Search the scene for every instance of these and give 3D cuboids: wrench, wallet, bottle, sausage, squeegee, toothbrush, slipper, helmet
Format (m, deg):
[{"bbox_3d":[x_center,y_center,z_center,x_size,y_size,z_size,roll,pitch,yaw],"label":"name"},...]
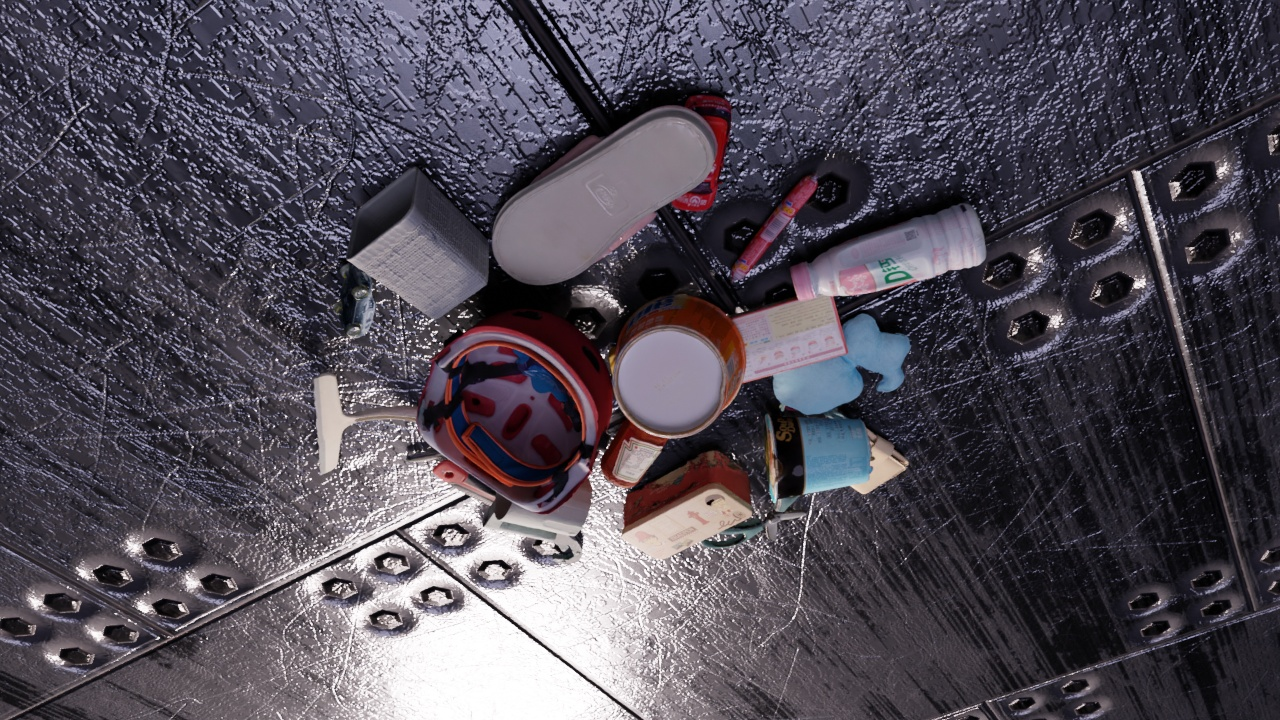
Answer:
[{"bbox_3d":[-0.171,0.207,1.244,0.056,0.016,0.273,-33,126,21],"label":"wrench"},{"bbox_3d":[0.293,0.130,1.212,0.115,0.024,0.087,35,121,-28],"label":"wallet"},{"bbox_3d":[0.016,0.069,1.113,0.059,0.059,0.207,18,124,-20],"label":"bottle"},{"bbox_3d":[0.138,-0.139,0.969,0.020,0.020,0.156,23,125,-23],"label":"sausage"},{"bbox_3d":[-0.261,0.073,1.106,0.246,0.039,0.247,3,148,-15],"label":"squeegee"},{"bbox_3d":[-0.209,0.112,1.159,0.181,0.018,0.016,-9,134,5],"label":"toothbrush"},{"bbox_3d":[0.260,-0.109,0.977,0.197,0.068,0.068,-15,130,13],"label":"bottle"},{"bbox_3d":[-0.041,-0.163,0.905,0.275,0.054,0.114,-30,120,33],"label":"slipper"},{"bbox_3d":[-0.117,0.031,1.004,0.207,0.143,0.241,33,129,0],"label":"helmet"}]

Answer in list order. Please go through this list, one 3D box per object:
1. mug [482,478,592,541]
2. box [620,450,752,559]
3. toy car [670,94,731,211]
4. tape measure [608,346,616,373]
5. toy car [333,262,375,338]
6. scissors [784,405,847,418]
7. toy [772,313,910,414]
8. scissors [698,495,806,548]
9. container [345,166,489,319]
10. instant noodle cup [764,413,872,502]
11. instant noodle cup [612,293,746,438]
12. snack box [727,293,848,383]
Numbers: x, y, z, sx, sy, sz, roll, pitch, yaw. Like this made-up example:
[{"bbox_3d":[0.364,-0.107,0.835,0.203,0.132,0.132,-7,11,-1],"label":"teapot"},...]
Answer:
[{"bbox_3d":[-0.134,0.189,1.189,0.103,0.083,0.124,18,130,-22],"label":"mug"},{"bbox_3d":[0.058,0.185,1.213,0.169,0.079,0.091,-33,127,29],"label":"box"},{"bbox_3d":[0.057,-0.198,0.896,0.053,0.045,0.121,4,132,-7],"label":"toy car"},{"bbox_3d":[-0.006,0.006,1.076,0.060,0.028,0.057,-7,132,1],"label":"tape measure"},{"bbox_3d":[-0.303,-0.064,0.982,0.034,0.043,0.091,-10,140,-34],"label":"toy car"},{"bbox_3d":[0.231,0.064,1.157,0.063,0.017,0.135,-40,127,21],"label":"scissors"},{"bbox_3d":[0.227,0.011,1.083,0.161,0.049,0.156,28,110,-10],"label":"toy"},{"bbox_3d":[0.158,0.198,1.245,0.173,0.019,0.170,-8,131,-18],"label":"scissors"},{"bbox_3d":[-0.216,-0.113,0.918,0.090,0.090,0.114,-31,130,21],"label":"container"},{"bbox_3d":[0.219,0.117,1.135,0.120,0.111,0.111,-4,131,3],"label":"instant noodle cup"},{"bbox_3d":[0.038,0.011,0.990,0.151,0.111,0.151,2,103,8],"label":"instant noodle cup"},{"bbox_3d":[0.149,-0.024,1.041,0.156,0.027,0.077,-16,99,8],"label":"snack box"}]
